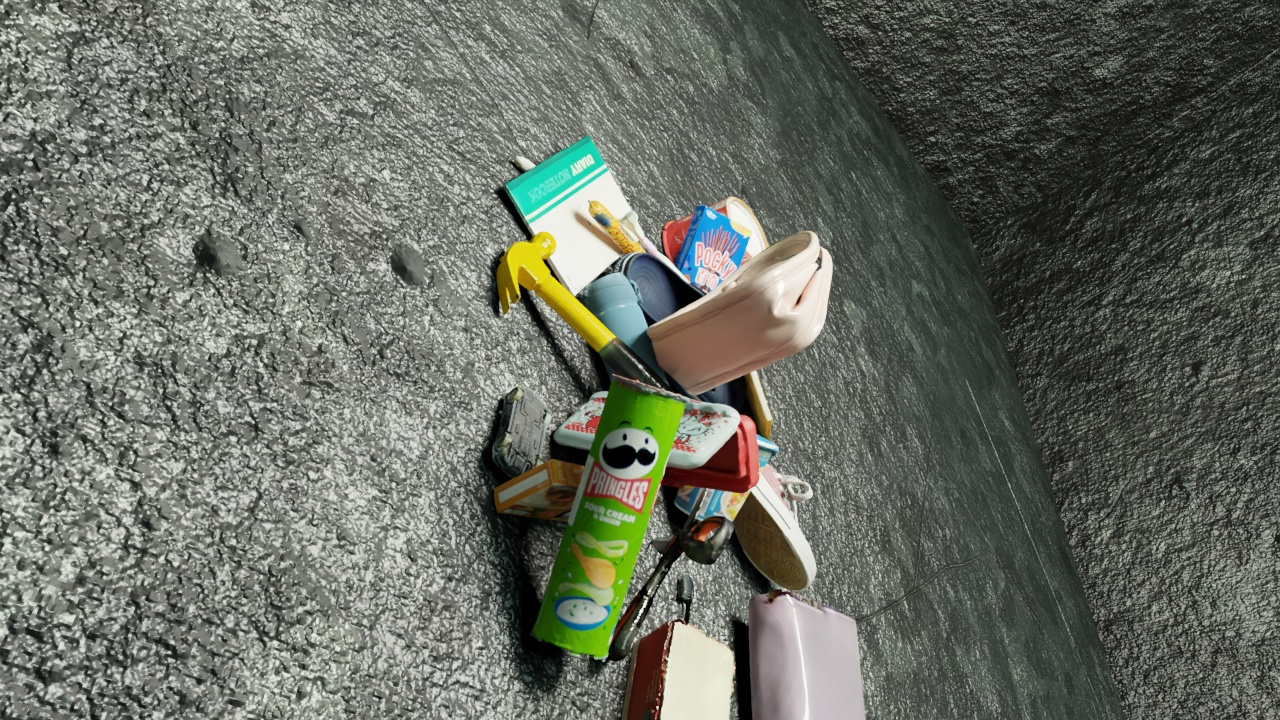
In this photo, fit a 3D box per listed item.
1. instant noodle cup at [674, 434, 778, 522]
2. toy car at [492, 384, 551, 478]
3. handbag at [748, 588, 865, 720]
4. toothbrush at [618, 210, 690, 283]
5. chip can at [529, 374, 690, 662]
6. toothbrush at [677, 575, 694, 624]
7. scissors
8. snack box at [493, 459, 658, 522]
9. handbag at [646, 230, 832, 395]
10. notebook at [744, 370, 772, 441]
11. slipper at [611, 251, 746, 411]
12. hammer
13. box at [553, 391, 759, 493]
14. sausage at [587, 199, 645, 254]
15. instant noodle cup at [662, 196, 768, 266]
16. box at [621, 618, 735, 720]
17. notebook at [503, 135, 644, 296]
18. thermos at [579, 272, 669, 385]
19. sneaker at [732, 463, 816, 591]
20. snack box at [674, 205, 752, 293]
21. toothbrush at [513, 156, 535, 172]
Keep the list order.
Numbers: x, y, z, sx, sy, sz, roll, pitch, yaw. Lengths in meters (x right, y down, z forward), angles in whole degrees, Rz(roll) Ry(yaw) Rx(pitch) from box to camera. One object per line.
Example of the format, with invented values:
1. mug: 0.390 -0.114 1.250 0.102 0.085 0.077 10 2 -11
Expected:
1. instant noodle cup: 0.092 0.129 1.048 0.099 0.110 0.099 24 3 -2
2. toy car: -0.114 0.068 0.868 0.049 0.031 0.105 46 30 -28
3. handbag: 0.180 0.372 1.023 0.145 0.099 0.196 40 38 -38
4. toothbrush: 0.042 -0.118 1.186 0.189 0.029 0.020 47 48 -15
5. chip can: -0.027 0.133 0.790 0.072 0.072 0.236 19 88 -51
6. toothbrush: 0.041 0.303 0.944 0.016 0.014 0.189 43 36 -29
7. scissors: 0.030 0.186 0.881 0.021 0.221 0.232 37 60 -5
8. snack box: -0.058 0.128 0.865 0.153 0.075 0.026 21 49 -50
9. handbag: 0.132 -0.075 1.048 0.093 0.194 0.233 54 43 -14
10. notebook: 0.149 0.035 1.236 0.206 0.010 0.145 67 6 -73
11. slipper: 0.065 -0.039 1.155 0.253 0.095 0.104 50 54 -20
12. hammer: -0.035 -0.015 0.986 0.300 0.033 0.128 43 36 -1
13. box: 0.007 0.082 0.891 0.100 0.202 0.095 -15 103 -44
14. sausage: -0.019 -0.148 1.148 0.165 0.021 0.021 43 34 -43
15. instant noodle cup: 0.114 -0.166 1.339 0.138 0.109 0.137 37 39 -38
16. box: 0.039 0.329 0.840 0.091 0.078 0.168 35 39 -20
17. notebook: -0.075 -0.181 1.124 0.150 0.012 0.208 59 35 -14
18. thermos: -0.006 0.006 1.054 0.070 0.070 0.220 1 66 -57
19. sneaker: 0.154 0.169 1.143 0.087 0.119 0.241 -32 89 -40
20. snack box: 0.087 -0.120 1.234 0.084 0.026 0.157 22 87 -30
21. toothbrush: -0.090 -0.194 1.136 0.187 0.016 0.017 36 49 -40
